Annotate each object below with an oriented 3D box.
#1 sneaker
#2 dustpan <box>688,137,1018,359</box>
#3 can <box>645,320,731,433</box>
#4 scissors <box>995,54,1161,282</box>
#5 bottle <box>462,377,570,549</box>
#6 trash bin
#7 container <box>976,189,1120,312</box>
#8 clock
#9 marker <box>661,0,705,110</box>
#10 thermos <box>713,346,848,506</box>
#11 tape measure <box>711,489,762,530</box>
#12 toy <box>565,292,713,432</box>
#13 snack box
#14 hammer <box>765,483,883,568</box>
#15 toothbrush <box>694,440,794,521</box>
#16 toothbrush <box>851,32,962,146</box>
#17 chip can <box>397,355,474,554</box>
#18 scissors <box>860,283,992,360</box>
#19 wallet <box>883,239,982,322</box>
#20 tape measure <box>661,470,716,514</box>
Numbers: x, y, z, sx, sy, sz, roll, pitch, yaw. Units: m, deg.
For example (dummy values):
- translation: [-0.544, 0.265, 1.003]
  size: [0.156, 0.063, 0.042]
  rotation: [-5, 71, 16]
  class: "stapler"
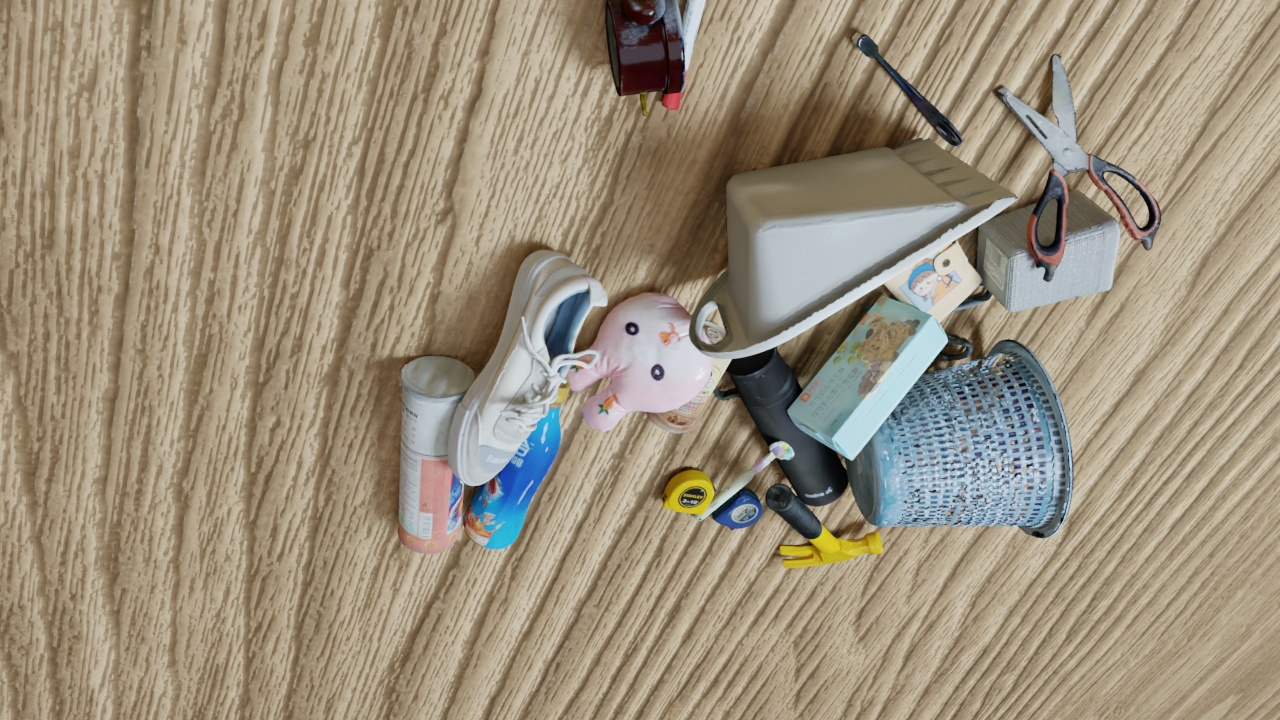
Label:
- translation: [-0.101, 0.021, 0.868]
  size: [0.089, 0.091, 0.242]
  rotation: [8, 109, -54]
  class: "sneaker"
- translation: [0.167, -0.095, 0.835]
  size: [0.258, 0.222, 0.143]
  rotation: [-7, 116, 0]
  class: "dustpan"
- translation: [0.052, 0.018, 0.978]
  size: [0.058, 0.058, 0.116]
  rotation: [13, 121, -26]
  class: "can"
- translation: [0.431, -0.185, 0.909]
  size: [0.189, 0.015, 0.227]
  rotation: [8, 99, -3]
  class: "scissors"
- translation: [-0.127, 0.107, 0.983]
  size: [0.065, 0.065, 0.219]
  rotation: [13, 120, -26]
  class: "bottle"
- translation: [0.341, 0.099, 1.039]
  size: [0.195, 0.226, 0.227]
  rotation: [-7, 128, -1]
  class: "trash bin"
- translation: [0.430, -0.114, 0.984]
  size: [0.114, 0.090, 0.090]
  rotation: [-16, 128, -2]
  class: "container"
- translation: [0.002, -0.266, 0.735]
  size: [0.055, 0.082, 0.122]
  rotation: [-9, 130, -4]
  class: "clock"
- translation: [0.042, -0.284, 0.775]
  size: [0.017, 0.017, 0.145]
  rotation: [2, 125, -19]
  class: "marker"
- translation: [0.160, 0.074, 1.058]
  size: [0.090, 0.068, 0.242]
  rotation: [-12, 132, 27]
  class: "thermos"
- translation: [0.124, 0.186, 1.148]
  size: [0.054, 0.025, 0.058]
  rotation: [31, 116, -35]
  class: "tape measure"
- translation: [-0.006, 0.005, 0.930]
  size: [0.160, 0.121, 0.054]
  rotation: [-35, 171, 19]
  class: "toy"
- translation: [0.243, 0.017, 0.983]
  size: [0.174, 0.074, 0.051]
  rotation: [-50, 129, -5]
  class: "snack box"
- translation: [0.208, 0.206, 1.122]
  size: [0.129, 0.032, 0.300]
  rotation: [-18, 151, 17]
  class: "hammer"
- translation: [0.115, 0.147, 1.083]
  size: [0.029, 0.020, 0.190]
  rotation: [32, 135, -10]
  class: "toothbrush"
- translation: [0.256, -0.254, 0.869]
  size: [0.181, 0.018, 0.016]
  rotation: [29, 107, -35]
  class: "toothbrush"
- translation: [-0.214, 0.102, 0.947]
  size: [0.071, 0.071, 0.215]
  rotation: [0, 126, -18]
  class: "chip can"
- translation: [0.325, -0.041, 1.054]
  size: [0.181, 0.014, 0.159]
  rotation: [-33, 126, 11]
  class: "scissors"
- translation: [0.312, -0.096, 0.995]
  size: [0.087, 0.024, 0.115]
  rotation: [-41, 118, 16]
  class: "wallet"
- translation: [0.058, 0.156, 1.102]
  size: [0.060, 0.029, 0.057]
  rotation: [11, 122, -24]
  class: "tape measure"
